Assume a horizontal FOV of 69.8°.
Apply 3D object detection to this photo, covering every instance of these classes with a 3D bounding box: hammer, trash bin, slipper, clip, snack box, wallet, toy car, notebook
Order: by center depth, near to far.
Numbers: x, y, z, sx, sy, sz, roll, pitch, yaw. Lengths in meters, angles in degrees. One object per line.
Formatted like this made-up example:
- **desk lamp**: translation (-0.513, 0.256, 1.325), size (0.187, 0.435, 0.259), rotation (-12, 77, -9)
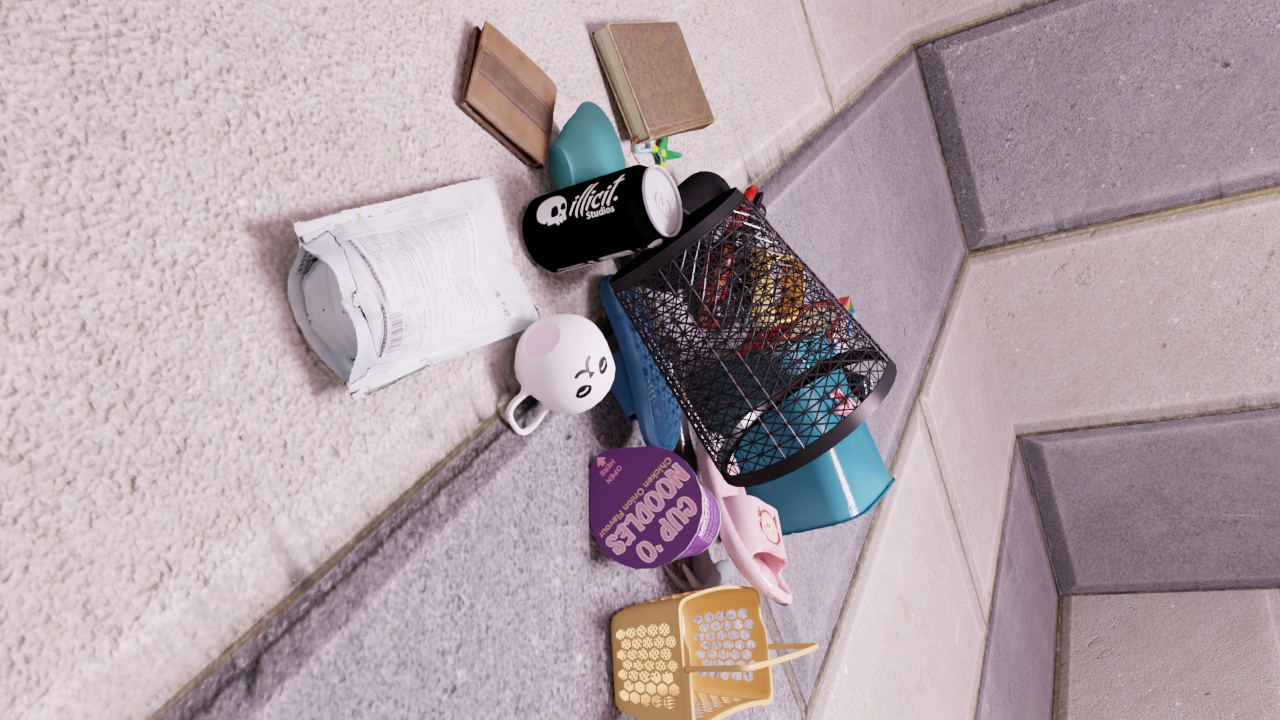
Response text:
- **wallet**: translation (-0.128, -0.262, 0.914), size (0.121, 0.027, 0.098), rotation (35, 55, -50)
- **trash bin**: translation (0.104, -0.032, 0.954), size (0.243, 0.218, 0.216), rotation (53, 36, -10)
- **slipper**: translation (-0.006, 0.006, 1.002), size (0.103, 0.059, 0.213), rotation (22, 47, -59)
- **slipper**: translation (0.119, 0.175, 1.048), size (0.106, 0.056, 0.221), rotation (34, 29, -53)
- **hammer**: translation (0.052, 0.124, 1.087), size (0.124, 0.030, 0.310), rotation (-2, 82, -60)
- **clip**: translation (0.247, 0.052, 1.111), size (0.058, 0.023, 0.050), rotation (-8, 75, -52)
- **toy car**: translation (0.115, -0.129, 1.169), size (0.081, 0.056, 0.190), rotation (-65, 173, -50)
- **notebook**: translation (0.028, -0.339, 1.178), size (0.214, 0.035, 0.190), rotation (-34, 105, -57)
- **trash bin**: translation (0.188, 0.092, 1.179), size (0.198, 0.197, 0.218), rotation (-20, 92, -60)
- **slipper**: translation (0.191, -0.099, 1.286), size (0.263, 0.078, 0.099), rotation (-58, 149, -73)
- **snack box**: translation (0.223, -0.031, 1.308), size (0.144, 0.143, 0.040), rotation (-54, 127, -51)
- **hammer**: translation (0.280, 0.015, 1.334), size (0.333, 0.033, 0.133), rotation (-118, -171, -79)

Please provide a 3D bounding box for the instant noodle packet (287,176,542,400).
- **instant noodle packet**: translation (-0.174, -0.069, 0.765), size (0.268, 0.057, 0.147), rotation (-35, 113, -63)

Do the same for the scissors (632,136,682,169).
- **scissors**: translation (0.022, -0.272, 1.182), size (0.117, 0.012, 0.129), rotation (46, 44, -42)

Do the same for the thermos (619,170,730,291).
- **thermos**: translation (0.053, -0.168, 1.120), size (0.106, 0.106, 0.218), rotation (68, 27, -18)

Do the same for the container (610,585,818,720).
- **container**: translation (0.080, 0.298, 0.941), size (0.183, 0.167, 0.129), rotation (15, 68, -56)

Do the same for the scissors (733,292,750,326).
- **scissors**: translation (0.133, -0.094, 1.308), size (0.130, 0.013, 0.125), rotation (62, 34, -34)

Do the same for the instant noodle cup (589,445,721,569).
- **instant noodle cup**: translation (0.022, 0.156, 0.966), size (0.137, 0.122, 0.122), rotation (42, 4, 27)

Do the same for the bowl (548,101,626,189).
- **bowl**: translation (-0.063, -0.203, 0.955), size (0.046, 0.121, 0.121), rotation (-20, 100, -23)

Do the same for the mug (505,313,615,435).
- **mug**: translation (-0.083, 0.014, 0.854), size (0.123, 0.090, 0.076), rotation (-53, 141, -12)

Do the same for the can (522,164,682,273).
- **can**: translation (-0.039, -0.139, 0.903), size (0.080, 0.146, 0.080), rotation (26, 59, -53)
